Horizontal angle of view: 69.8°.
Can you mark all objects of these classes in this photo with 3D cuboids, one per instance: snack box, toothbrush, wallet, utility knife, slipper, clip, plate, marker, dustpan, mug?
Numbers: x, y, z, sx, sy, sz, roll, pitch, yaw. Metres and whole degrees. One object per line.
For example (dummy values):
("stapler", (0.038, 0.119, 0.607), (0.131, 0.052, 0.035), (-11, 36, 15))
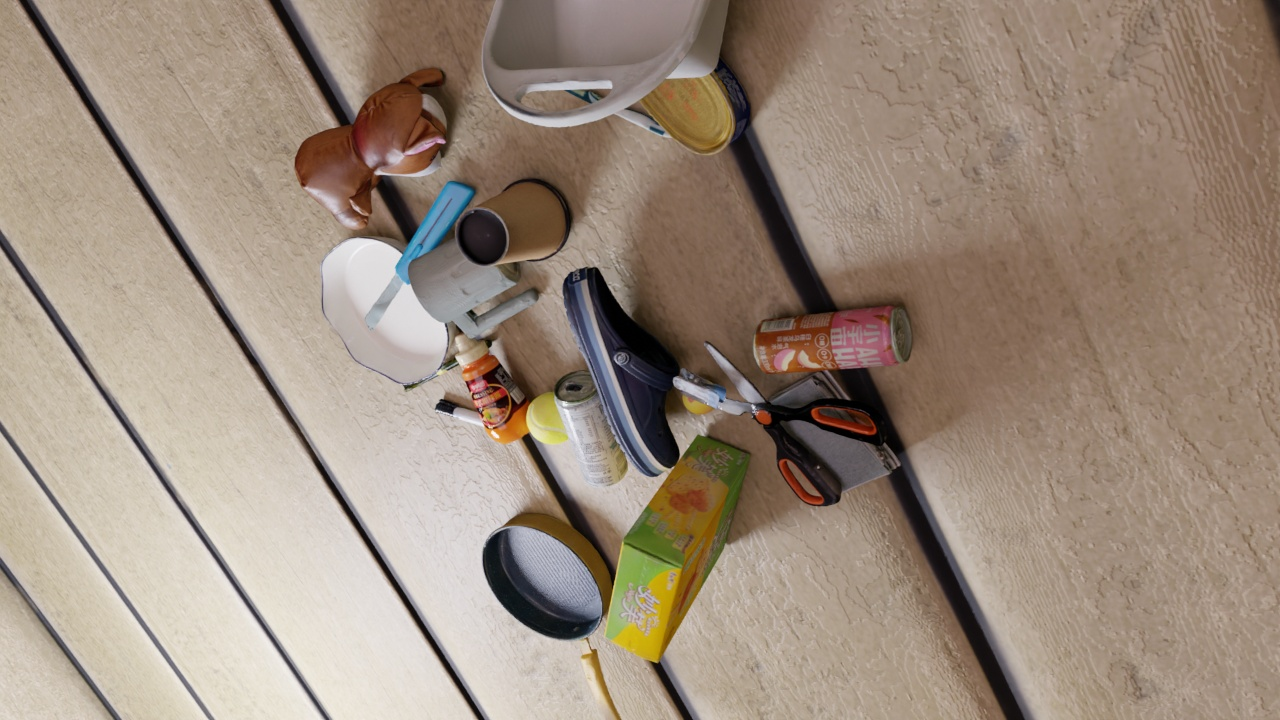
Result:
("snack box", (0.043, 0.204, 1.023), (0.070, 0.209, 0.158), (22, 126, 17))
("toothbrush", (-0.045, -0.268, 0.933), (0.192, 0.016, 0.018), (28, 116, 14))
("wallet", (0.201, 0.075, 0.970), (0.129, 0.036, 0.107), (49, 140, -3))
("utility knife", (-0.269, -0.122, 1.094), (0.034, 0.018, 0.223), (37, 109, -4))
("slipper", (-0.006, 0.006, 1.018), (0.095, 0.105, 0.253), (-19, 111, 13))
("clip", (0.061, 0.029, 0.963), (0.058, 0.036, 0.026), (30, 144, 20))
("toothbrush", (-0.259, 0.006, 1.212), (0.186, 0.012, 0.017), (-25, 91, 37))
("plate", (-0.322, -0.069, 1.186), (0.205, 0.045, 0.205), (14, 123, 22))
("marker", (-0.218, 0.075, 1.224), (0.131, 0.018, 0.023), (13, 112, 24))
("dustpan", (-0.030, -0.321, 0.765), (0.223, 0.142, 0.258), (7, 101, 27))
("mug", (-0.191, -0.090, 1.068), (0.103, 0.083, 0.124), (-26, 130, 16))

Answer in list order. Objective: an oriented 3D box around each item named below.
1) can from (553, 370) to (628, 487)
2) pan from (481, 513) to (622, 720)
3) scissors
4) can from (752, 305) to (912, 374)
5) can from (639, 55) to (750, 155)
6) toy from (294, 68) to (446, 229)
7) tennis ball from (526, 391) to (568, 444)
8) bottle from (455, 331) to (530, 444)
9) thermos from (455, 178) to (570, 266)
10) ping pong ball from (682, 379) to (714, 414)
("can", (-0.058, 0.083, 1.088), (0.058, 0.058, 0.147), (8, 134, 27))
("pan", (-0.095, 0.377, 1.284), (0.198, 0.078, 0.357), (-27, 101, 38))
("scissors", (0.151, 0.064, 0.950), (0.233, 0.021, 0.221), (-7, 120, 41))
("can", (0.188, -0.019, 0.910), (0.148, 0.057, 0.058), (-5, 113, 32))
("can", (0.040, -0.263, 0.864), (0.148, 0.049, 0.075), (48, 129, -2))
("toy", (-0.287, -0.235, 1.029), (0.200, 0.130, 0.140), (-33, 58, 28))
("tennis ball", (-0.107, 0.071, 1.126), (0.065, 0.065, 0.066), (14, 122, 23))
("bottle", (-0.188, 0.030, 1.148), (0.067, 0.066, 0.149), (-17, 108, 36))
("thermos", (-0.137, -0.143, 0.983), (0.093, 0.143, 0.093), (6, 109, 18))
("ping pong ball", (0.067, 0.040, 1.024), (0.040, 0.040, 0.040), (14, 122, 23))
